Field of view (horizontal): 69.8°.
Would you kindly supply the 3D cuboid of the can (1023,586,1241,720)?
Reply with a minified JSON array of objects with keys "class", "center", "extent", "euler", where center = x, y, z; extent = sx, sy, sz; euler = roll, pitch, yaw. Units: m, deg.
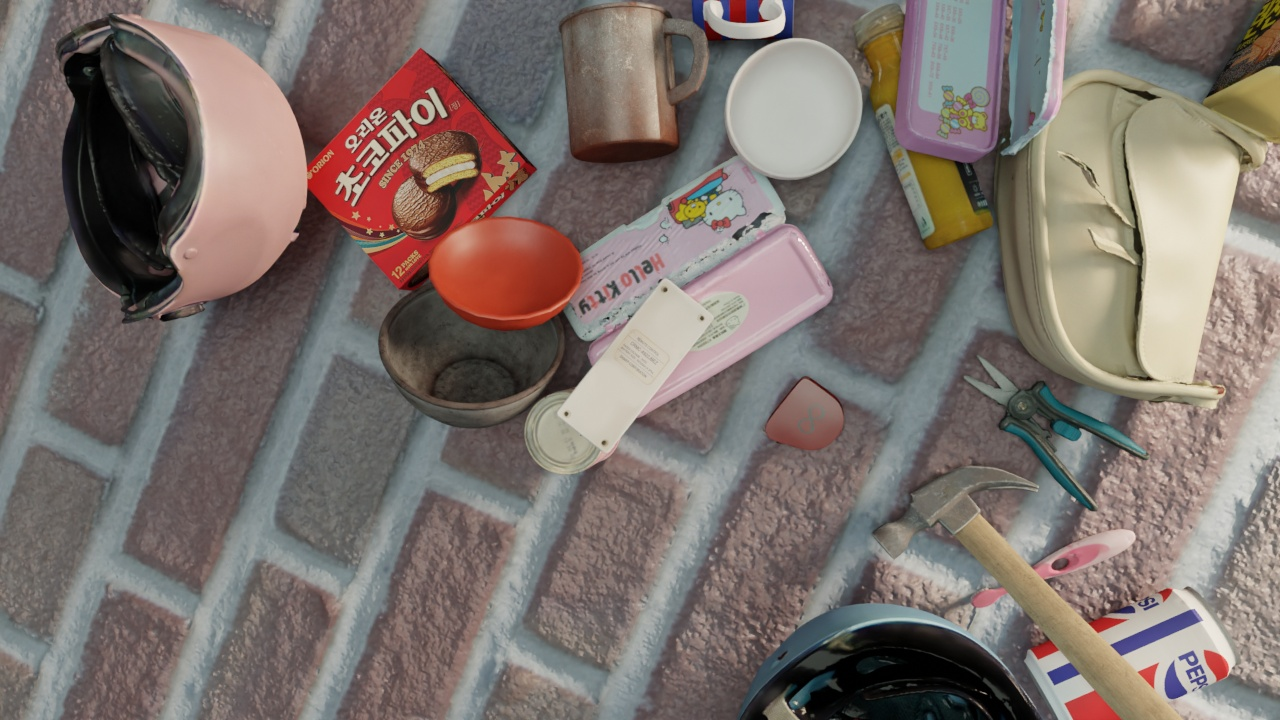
[{"class":"can","center":[0.365,0.226,0.689],"extent":[0.132,0.070,0.070],"euler":[-28,87,9]}]

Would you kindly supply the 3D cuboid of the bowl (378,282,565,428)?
[{"class":"bowl","center":[-0.135,0.003,0.748],"extent":[0.145,0.144,0.067],"euler":[18,138,8]}]

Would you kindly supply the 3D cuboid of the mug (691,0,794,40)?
[{"class":"mug","center":[0.079,-0.276,0.702],"extent":[0.076,0.111,0.075],"euler":[2,136,9]}]

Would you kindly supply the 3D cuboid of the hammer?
[{"class":"hammer","center":[0.320,0.210,0.655],"extent":[0.119,0.031,0.331],"euler":[-41,61,3]}]

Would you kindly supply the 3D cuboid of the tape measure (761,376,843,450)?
[{"class":"tape measure","center":[0.136,0.049,0.747],"extent":[0.051,0.019,0.059],"euler":[38,104,4]}]

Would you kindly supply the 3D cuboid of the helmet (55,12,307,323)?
[{"class":"helmet","center":[-0.371,-0.155,0.749],"extent":[0.256,0.152,0.230],"euler":[-26,85,40]}]

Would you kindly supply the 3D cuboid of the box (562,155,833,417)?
[{"class":"box","center":[0.037,-0.060,0.741],"extent":[0.201,0.059,0.155],"euler":[-32,86,8]}]

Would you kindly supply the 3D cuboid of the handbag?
[{"class":"handbag","center":[0.354,-0.087,0.656],"extent":[0.184,0.132,0.229],"euler":[9,96,3]}]

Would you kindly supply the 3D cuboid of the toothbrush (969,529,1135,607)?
[{"class":"toothbrush","center":[0.323,0.164,0.723],"extent":[0.135,0.016,0.021],"euler":[-26,88,7]}]

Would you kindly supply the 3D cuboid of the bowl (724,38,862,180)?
[{"class":"bowl","center":[0.117,-0.193,0.719],"extent":[0.105,0.054,0.105],"euler":[0,95,3]}]

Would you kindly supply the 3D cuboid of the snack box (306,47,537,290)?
[{"class":"snack box","center":[-0.191,-0.161,0.785],"extent":[0.152,0.035,0.132],"euler":[-43,85,8]}]

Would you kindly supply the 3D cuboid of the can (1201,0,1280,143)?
[{"class":"can","center":[0.462,-0.215,0.627],"extent":[0.072,0.130,0.101],"euler":[30,99,7]}]

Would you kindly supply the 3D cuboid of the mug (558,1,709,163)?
[{"class":"mug","center":[-0.002,-0.217,0.719],"extent":[0.123,0.096,0.110],"euler":[-3,98,32]}]

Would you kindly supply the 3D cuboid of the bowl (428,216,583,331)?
[{"class":"bowl","center":[-0.108,-0.065,0.742],"extent":[0.122,0.121,0.035],"euler":[18,138,8]}]

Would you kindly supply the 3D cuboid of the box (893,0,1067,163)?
[{"class":"box","center":[0.248,-0.255,0.649],"extent":[0.089,0.093,0.214],"euler":[11,77,-8]}]

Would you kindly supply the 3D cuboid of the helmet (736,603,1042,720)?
[{"class":"helmet","center":[0.175,0.305,0.674],"extent":[0.225,0.166,0.265],"euler":[18,93,11]}]

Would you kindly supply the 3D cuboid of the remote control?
[{"class":"remote control","center":[-0.004,0.004,0.705],"extent":[0.050,0.011,0.135],"euler":[39,84,-1]}]

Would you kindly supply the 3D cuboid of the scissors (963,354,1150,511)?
[{"class":"scissors","center":[0.323,0.056,0.715],"extent":[0.150,0.019,0.120],"euler":[3,96,15]}]

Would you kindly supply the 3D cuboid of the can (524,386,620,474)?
[{"class":"can","center":[-0.053,0.056,0.750],"extent":[0.067,0.076,0.067],"euler":[0,92,9]}]

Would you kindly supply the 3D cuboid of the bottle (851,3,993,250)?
[{"class":"bottle","center":[0.214,-0.181,0.708],"extent":[0.053,0.053,0.186],"euler":[-21,88,9]}]
